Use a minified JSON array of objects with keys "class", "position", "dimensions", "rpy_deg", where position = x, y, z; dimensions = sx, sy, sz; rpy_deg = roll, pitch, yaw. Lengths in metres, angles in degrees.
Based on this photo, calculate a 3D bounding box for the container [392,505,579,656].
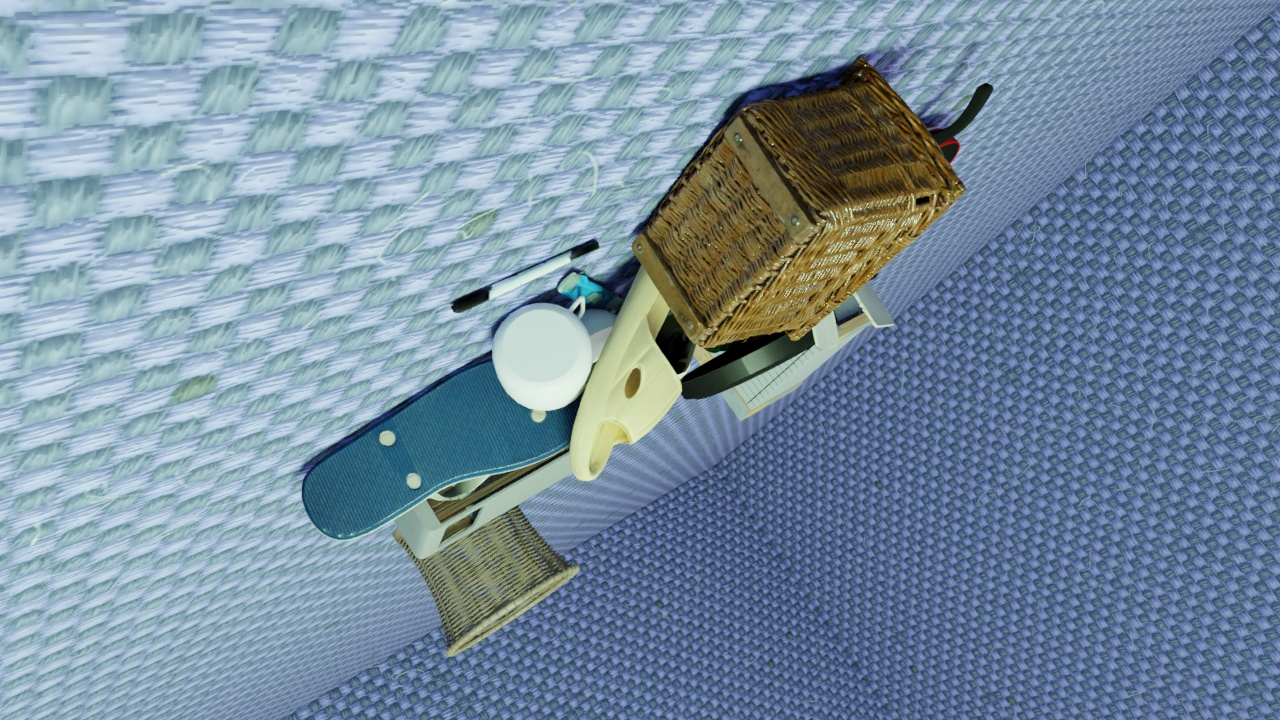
[{"class":"container","position":[-0.240,0.296,1.379],"dimensions":[0.226,0.196,0.227],"rpy_deg":[-33,168,-8]}]

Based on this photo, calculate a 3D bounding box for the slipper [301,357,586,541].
[{"class":"slipper","position":[-0.193,0.082,0.918],"dimensions":[0.294,0.118,0.060],"rpy_deg":[-27,180,-12]}]

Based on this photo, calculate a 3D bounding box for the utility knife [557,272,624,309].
[{"class":"utility knife","position":[-0.045,-0.068,0.950],"dimensions":[0.031,0.015,0.195],"rpy_deg":[-32,170,13]}]

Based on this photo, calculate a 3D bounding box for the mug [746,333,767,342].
[{"class":"mug","position":[0.152,-0.098,1.137],"dimensions":[0.122,0.110,0.096],"rpy_deg":[-30,172,-24]}]

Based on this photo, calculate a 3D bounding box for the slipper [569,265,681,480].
[{"class":"slipper","position":[0.006,0.002,0.919],"dimensions":[0.111,0.079,0.261],"rpy_deg":[66,43,-67]}]

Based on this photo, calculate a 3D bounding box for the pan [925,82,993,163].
[{"class":"pan","position":[0.327,-0.245,1.125],"dimensions":[0.208,0.067,0.357],"rpy_deg":[-31,167,-16]}]

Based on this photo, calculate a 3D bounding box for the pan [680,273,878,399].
[{"class":"pan","position":[0.200,-0.037,1.210],"dimensions":[0.355,0.034,0.226],"rpy_deg":[-29,-178,-29]}]

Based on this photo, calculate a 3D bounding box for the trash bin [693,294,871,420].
[{"class":"trash bin","position":[0.225,-0.044,1.438],"dimensions":[0.142,0.142,0.248],"rpy_deg":[-25,164,-39]}]

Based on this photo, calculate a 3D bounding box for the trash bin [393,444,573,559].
[{"class":"trash bin","position":[-0.171,0.105,1.030],"dimensions":[0.228,0.114,0.115],"rpy_deg":[-28,166,-28]}]

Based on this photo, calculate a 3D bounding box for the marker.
[{"class":"marker","position":[-0.098,-0.074,0.795],"dimensions":[0.151,0.011,0.011],"rpy_deg":[-29,166,-28]}]

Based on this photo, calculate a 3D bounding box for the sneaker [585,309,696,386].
[{"class":"sneaker","position":[0.009,0.006,1.047],"dimensions":[0.088,0.102,0.242],"rpy_deg":[20,118,-32]}]

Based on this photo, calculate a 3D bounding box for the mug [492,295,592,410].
[{"class":"mug","position":[-0.087,-0.012,0.879],"dimensions":[0.115,0.094,0.068],"rpy_deg":[-55,171,-16]}]

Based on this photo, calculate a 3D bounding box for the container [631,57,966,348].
[{"class":"container","position":[0.126,-0.129,0.843],"dimensions":[0.182,0.162,0.251],"rpy_deg":[-17,159,-41]}]

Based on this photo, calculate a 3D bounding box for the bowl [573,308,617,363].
[{"class":"bowl","position":[-0.068,-0.025,0.984],"dimensions":[0.110,0.040,0.110],"rpy_deg":[-31,168,-8]}]

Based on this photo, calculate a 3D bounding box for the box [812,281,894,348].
[{"class":"box","position":[0.207,-0.101,1.081],"dimensions":[0.066,0.185,0.145],"rpy_deg":[-39,161,33]}]

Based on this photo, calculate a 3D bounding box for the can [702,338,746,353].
[{"class":"can","position":[0.141,-0.074,1.247],"dimensions":[0.143,0.083,0.083],"rpy_deg":[-29,167,-23]}]
